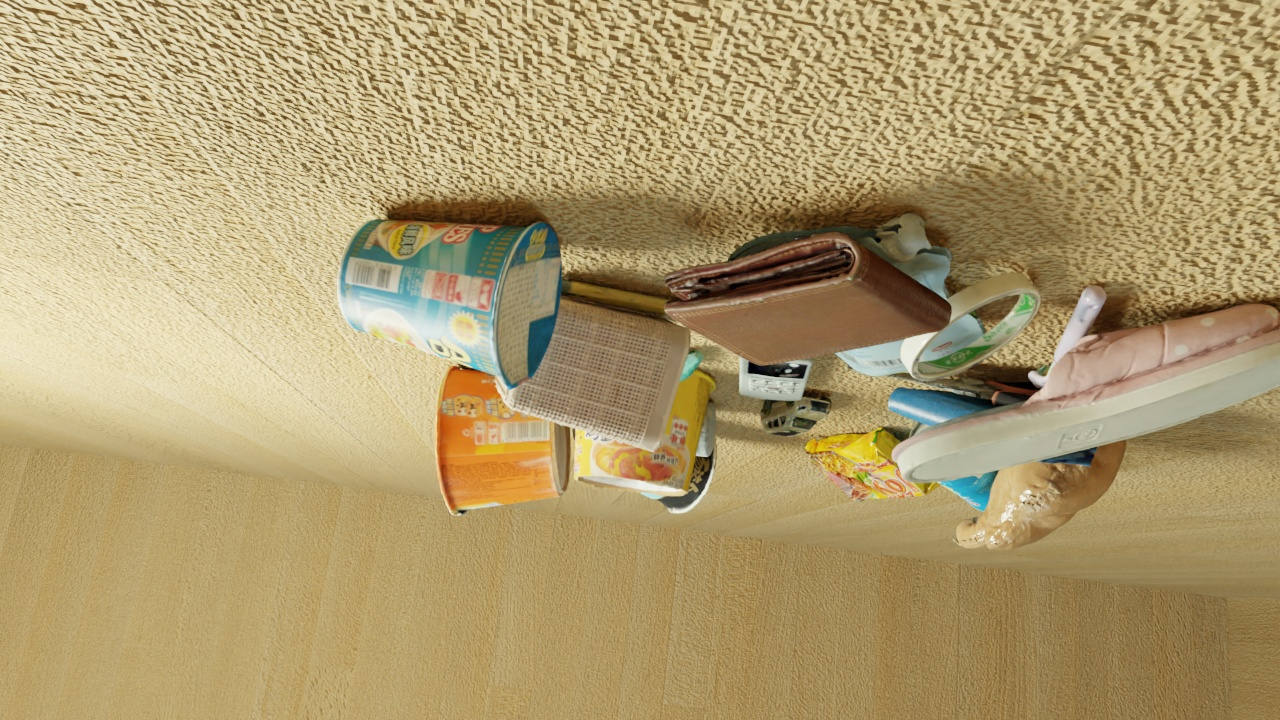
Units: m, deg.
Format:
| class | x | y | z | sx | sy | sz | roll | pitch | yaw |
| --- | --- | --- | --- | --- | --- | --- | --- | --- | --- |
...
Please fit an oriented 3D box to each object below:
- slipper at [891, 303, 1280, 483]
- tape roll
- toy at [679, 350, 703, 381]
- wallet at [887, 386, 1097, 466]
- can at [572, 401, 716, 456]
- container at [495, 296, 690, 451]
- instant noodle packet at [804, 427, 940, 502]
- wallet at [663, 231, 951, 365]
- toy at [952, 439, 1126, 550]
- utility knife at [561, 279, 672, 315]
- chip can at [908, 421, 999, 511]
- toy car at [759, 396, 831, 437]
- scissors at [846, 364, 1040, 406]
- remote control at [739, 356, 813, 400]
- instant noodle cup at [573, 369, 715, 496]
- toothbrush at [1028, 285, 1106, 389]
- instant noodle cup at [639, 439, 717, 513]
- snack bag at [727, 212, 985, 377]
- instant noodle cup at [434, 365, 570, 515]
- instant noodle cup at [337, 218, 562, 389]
| class | x | y | z | sx | sy | sz | roll | pitch | yaw |
| --- | --- | --- | --- | --- | --- | --- | --- | --- | --- |
| slipper | 0.294 | 0.018 | 0.586 | 0.275 | 0.054 | 0.114 | -21 | 156 | 20 |
| tape roll | 0.196 | -0.018 | 0.546 | 0.085 | 0.014 | 0.086 | -19 | 150 | -12 |
| toy | -0.005 | 0.005 | 0.781 | 0.092 | 0.030 | 0.097 | 15 | 150 | -18 |
| wallet | 0.280 | 0.050 | 0.727 | 0.106 | 0.040 | 0.133 | 6 | -170 | -42 |
| can | 0.005 | 0.068 | 0.972 | 0.147 | 0.058 | 0.058 | 4 | 166 | 14 |
| container | -0.038 | 0.003 | 0.647 | 0.111 | 0.090 | 0.090 | 15 | -174 | -17 |
| instant noodle packet | 0.262 | 0.121 | 1.035 | 0.110 | 0.044 | 0.129 | 37 | 154 | -17 |
| wallet | 0.089 | -0.029 | 0.495 | 0.125 | 0.032 | 0.101 | -10 | 156 | 40 |
| toy | 0.365 | 0.118 | 0.849 | 0.143 | 0.082 | 0.226 | -32 | 156 | -17 |
| utility knife | 0.042 | -0.035 | 0.653 | 0.219 | 0.022 | 0.031 | 5 | 176 | -13 |
| chip can | 0.340 | 0.107 | 0.947 | 0.071 | 0.071 | 0.210 | -3 | 163 | 33 |
| toy car | 0.151 | 0.052 | 0.894 | 0.042 | 0.035 | 0.091 | 10 | 163 | -17 |
| scissors | 0.276 | 0.022 | 0.724 | 0.192 | 0.015 | 0.207 | -4 | -162 | -35 |
| remote control | 0.112 | 0.010 | 0.772 | 0.058 | 0.021 | 0.150 | 5 | 166 | 8 |
| instant noodle cup | -0.003 | 0.066 | 0.868 | 0.138 | 0.109 | 0.138 | 8 | 166 | 2 |
| toothbrush | 0.286 | -0.012 | 0.613 | 0.029 | 0.021 | 0.189 | 5 | 165 | 17 |
| instant noodle cup | 0.009 | 0.110 | 1.062 | 0.120 | 0.111 | 0.111 | 21 | 161 | -27 |
| snack bag | 0.137 | -0.036 | 0.549 | 0.110 | 0.038 | 0.191 | 1 | 162 | 31 |
| instant noodle cup | -0.133 | 0.078 | 0.920 | 0.111 | 0.151 | 0.151 | -3 | 165 | 3 |
| instant noodle cup | -0.115 | -0.042 | 0.547 | 0.110 | 0.099 | 0.099 | 11 | 167 | 13 |
